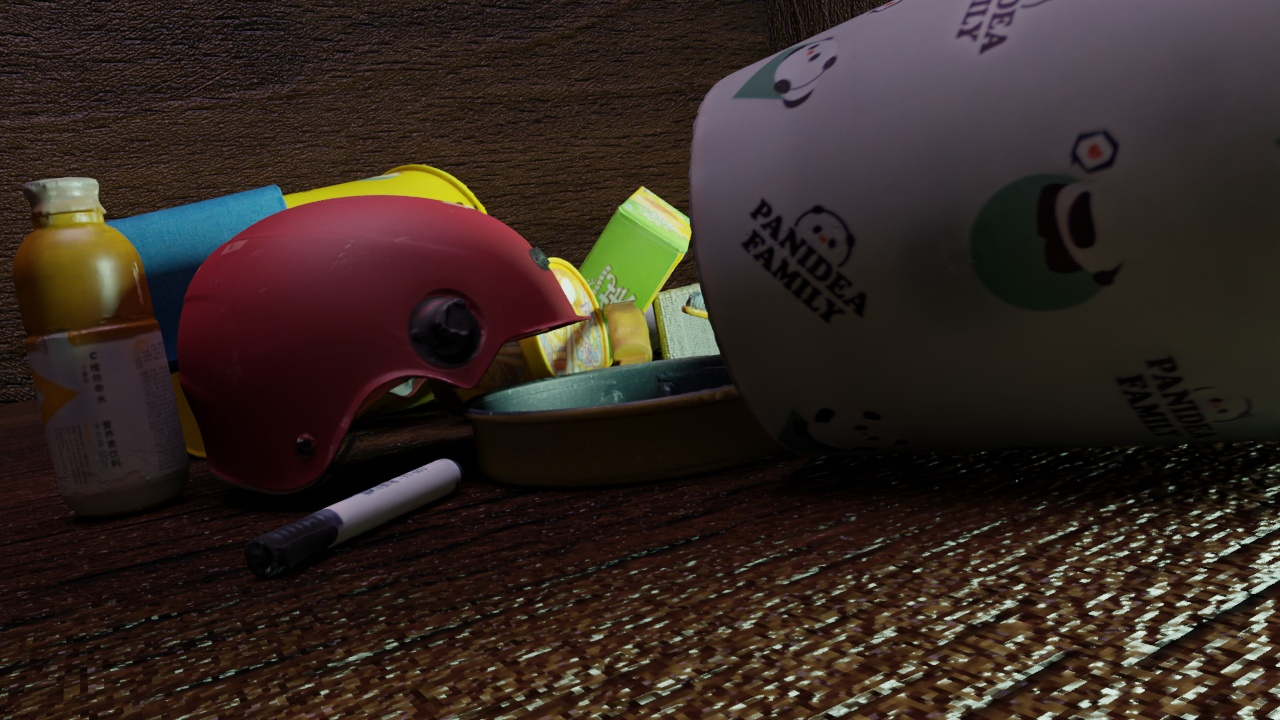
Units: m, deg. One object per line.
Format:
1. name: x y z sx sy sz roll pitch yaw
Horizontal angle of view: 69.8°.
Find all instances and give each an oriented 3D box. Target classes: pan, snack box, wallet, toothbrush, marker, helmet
1. pan: -0.003 0.003 0.588 0.197 0.078 0.357 -7 5 -2
2. snack box: -0.021 -0.074 0.866 0.070 0.158 0.209 33 16 -4
3. wallet: -0.287 -0.049 0.600 0.132 0.106 0.040 -22 21 -30
4. toothbrush: 0.096 -0.026 0.640 0.191 0.018 0.016 8 14 -44
5. marker: -0.117 0.066 0.401 0.023 0.018 0.130 4 10 23
6. helmet: -0.163 -0.030 0.551 0.239 0.144 0.207 -29 9 -20

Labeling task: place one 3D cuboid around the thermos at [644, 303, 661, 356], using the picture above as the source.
1. thermos: 0.039 -0.035 1.024 0.225 0.073 0.073 -1 8 41

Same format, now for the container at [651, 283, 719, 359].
1. container: 0.073 -0.035 0.878 0.114 0.090 0.090 -11 5 0

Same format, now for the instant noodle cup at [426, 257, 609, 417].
1. instant noodle cup: -0.101 -0.010 0.729 0.115 0.118 0.118 -14 2 24

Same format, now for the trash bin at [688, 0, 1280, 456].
1. trash bin: 0.171 -0.066 0.372 0.252 0.229 0.229 -10 3 30

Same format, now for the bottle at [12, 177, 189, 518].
1. bottle: -0.311 -0.007 0.525 0.068 0.189 0.068 -9 7 1

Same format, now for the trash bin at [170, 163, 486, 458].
1. trash bin: -0.277 -0.041 0.788 0.230 0.229 0.254 -4 12 38
